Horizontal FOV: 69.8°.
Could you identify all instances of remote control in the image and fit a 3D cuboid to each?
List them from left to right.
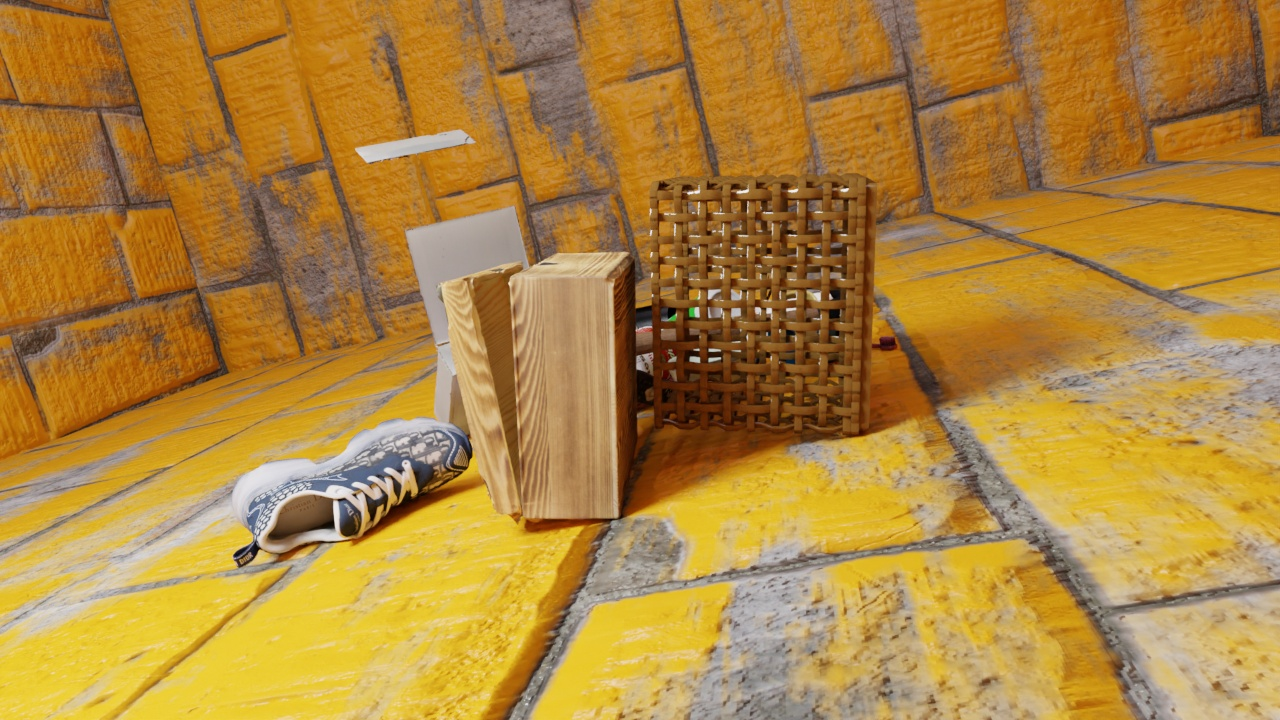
[{"bbox_3d":[0.021,0.040,1.137,0.124,0.046,0.009,16,29,-39],"label":"remote control"}]

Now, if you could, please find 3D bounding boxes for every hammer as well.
[{"bbox_3d":[0.134,-0.041,1.169,0.305,0.040,0.132,-9,30,0],"label":"hammer"}]

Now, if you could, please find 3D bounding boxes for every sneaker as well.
[{"bbox_3d":[-0.311,0.150,1.010,0.269,0.103,0.132,-17,25,-13],"label":"sneaker"}]

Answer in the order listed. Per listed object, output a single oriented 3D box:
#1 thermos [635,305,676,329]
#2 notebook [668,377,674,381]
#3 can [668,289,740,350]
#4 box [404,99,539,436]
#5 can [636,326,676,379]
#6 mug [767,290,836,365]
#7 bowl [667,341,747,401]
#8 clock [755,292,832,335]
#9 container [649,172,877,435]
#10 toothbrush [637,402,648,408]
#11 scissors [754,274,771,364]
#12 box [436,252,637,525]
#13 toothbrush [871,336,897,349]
[{"bbox_3d":[-0.026,-0.049,1.683,0.199,0.086,0.086,-10,11,22],"label":"thermos"},{"bbox_3d":[0.102,0.000,1.456,0.153,0.012,0.208,-16,10,-4],"label":"notebook"},{"bbox_3d":[0.093,-0.045,1.324,0.087,0.087,0.140,-20,-9,-31],"label":"can"},{"bbox_3d":[-0.213,-0.104,1.243,0.166,0.480,0.119,-19,36,-29],"label":"box"},{"bbox_3d":[-0.008,0.008,1.276,0.087,0.086,0.116,-8,11,28],"label":"can"},{"bbox_3d":[0.233,-0.047,1.253,0.107,0.113,0.083,-16,-26,-17],"label":"mug"},{"bbox_3d":[0.097,0.019,1.209,0.117,0.061,0.117,-13,10,2],"label":"bowl"},{"bbox_3d":[0.254,-0.076,1.483,0.160,0.073,0.125,-17,10,-16],"label":"clock"},{"bbox_3d":[0.137,-0.071,0.997,0.214,0.252,0.219,1,13,11],"label":"container"},{"bbox_3d":[0.007,0.057,1.258,0.015,0.015,0.183,-13,9,46],"label":"toothbrush"},{"bbox_3d":[0.157,-0.040,1.269,0.012,0.163,0.154,30,69,25],"label":"scissors"},{"bbox_3d":[-0.086,0.018,0.961,0.168,0.245,0.279,-4,11,3],"label":"box"},{"bbox_3d":[0.294,-0.026,1.317,0.016,0.016,0.190,-20,12,-28],"label":"toothbrush"}]
